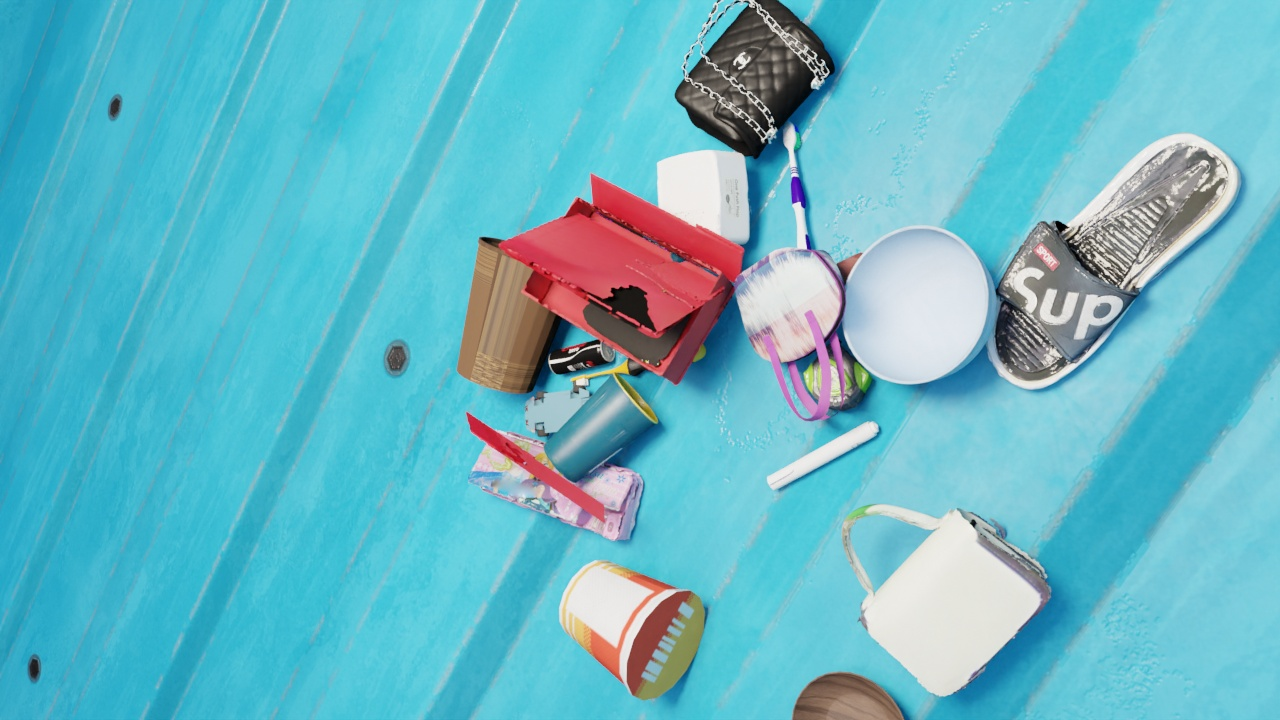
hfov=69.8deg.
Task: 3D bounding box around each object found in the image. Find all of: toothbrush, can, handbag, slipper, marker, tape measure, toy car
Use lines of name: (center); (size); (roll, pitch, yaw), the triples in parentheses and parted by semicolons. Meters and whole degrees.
toothbrush: (0.173, -0.175, 1.001); (0.015, 0.016, 0.186); (-16, 72, 41)
can: (-0.073, -0.005, 1.135); (0.081, 0.031, 0.031); (-14, 77, 31)
handbag: (0.191, -0.074, 0.983); (0.120, 0.029, 0.055); (-15, 71, 36)
handbag: (0.123, -0.312, 0.992); (0.154, 0.114, 0.125); (-47, 67, 3)
slipper: (0.409, -0.091, 0.822); (0.264, 0.063, 0.111); (-47, 62, 17)
handbag: (0.162, -0.021, 0.932); (0.145, 0.068, 0.169); (-34, 65, 52)
toothbrush: (-0.007, 0.006, 1.095); (0.197, 0.031, 0.030); (-14, 73, 35)
marker: (0.190, 0.100, 0.962); (0.134, 0.020, 0.017); (-34, 66, 25)
handbag: (0.267, 0.199, 0.859); (0.176, 0.073, 0.151); (39, 108, 10)
tape measure: (0.205, 0.021, 0.954); (0.059, 0.036, 0.065); (-41, 61, 12)
toy car: (-0.096, 0.065, 1.145); (0.108, 0.027, 0.060); (-9, 80, 36)

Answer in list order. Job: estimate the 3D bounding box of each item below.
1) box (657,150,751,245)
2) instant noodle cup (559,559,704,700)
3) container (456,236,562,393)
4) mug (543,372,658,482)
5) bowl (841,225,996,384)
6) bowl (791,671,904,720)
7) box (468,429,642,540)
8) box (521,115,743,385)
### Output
box: (0.085, -0.178, 1.044); (0.103, 0.101, 0.108); (1, 95, 50)
instant noodle cup: (-0.015, 0.289, 1.018); (0.121, 0.123, 0.123); (20, 95, 40)
container: (-0.160, -0.055, 1.146); (0.132, 0.132, 0.167); (25, 103, 32)
mug: (-0.049, 0.082, 1.067); (0.121, 0.078, 0.078); (-42, 63, 5)
bowl: (0.278, -0.049, 0.885); (0.151, 0.074, 0.150); (-7, 80, 43)
bowl: (0.211, 0.368, 0.909); (0.119, 0.032, 0.119); (-4, 82, 32)
box: (-0.110, 0.149, 1.122); (0.231, 0.063, 0.084); (13, 91, 33)
box: (0.018, -0.195, 0.943); (0.213, 0.127, 0.426); (32, 123, 24)
